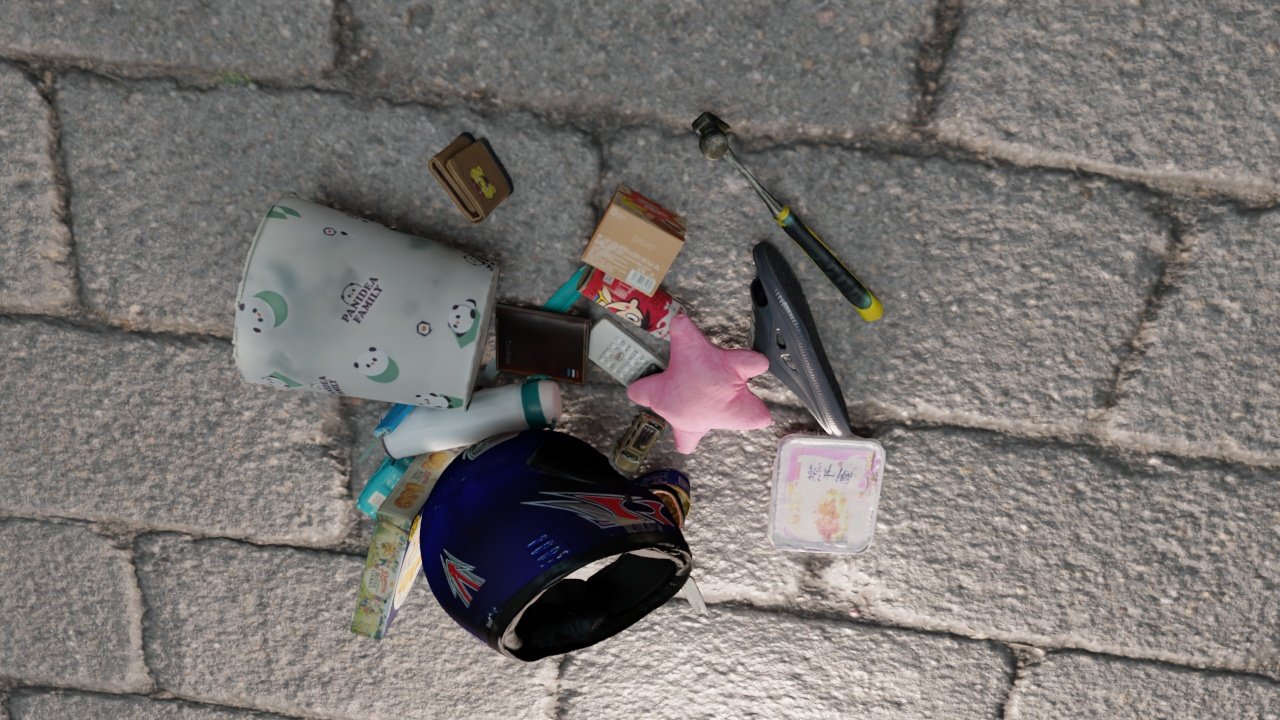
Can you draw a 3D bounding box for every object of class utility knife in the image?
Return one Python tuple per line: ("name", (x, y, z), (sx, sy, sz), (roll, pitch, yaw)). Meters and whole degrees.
("utility knife", (-0.293, 0.059, 1.131), (0.034, 0.193, 0.018), (-8, 126, 37))
("utility knife", (-0.125, -0.048, 1.162), (0.029, 0.013, 0.224), (42, 112, -13))

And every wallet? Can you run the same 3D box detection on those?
("wallet", (-0.190, -0.209, 1.039), (0.033, 0.115, 0.090), (-28, 109, 23))
("wallet", (-0.124, -0.020, 1.156), (0.122, 0.020, 0.096), (10, 118, 8))

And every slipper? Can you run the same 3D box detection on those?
("slipper", (0.175, -0.011, 1.101), (0.083, 0.110, 0.268), (-21, 114, 17))

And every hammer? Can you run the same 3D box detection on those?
("hammer", (0.171, -0.159, 1.043), (0.032, 0.126, 0.323), (-40, 115, 18))

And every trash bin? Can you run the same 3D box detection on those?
("trash bin", (-0.306, -0.055, 1.072), (0.252, 0.229, 0.230), (13, 115, -7))

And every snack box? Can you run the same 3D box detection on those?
("snack box", (-0.006, -0.141, 1.063), (0.093, 0.094, 0.077), (28, 114, -7))
("snack box", (-0.298, 0.226, 1.156), (0.046, 0.177, 0.183), (18, 111, -1))

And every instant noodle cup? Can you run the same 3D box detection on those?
("instant noodle cup", (0.239, 0.165, 1.199), (0.138, 0.060, 0.174), (3, 113, 4))

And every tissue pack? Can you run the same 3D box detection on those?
("tissue pack", (-0.315, 0.194, 1.270), (0.133, 0.050, 0.093), (39, 109, -12))

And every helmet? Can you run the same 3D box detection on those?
("helmet", (-0.111, 0.202, 1.099), (0.314, 0.240, 0.248), (4, 128, -46))

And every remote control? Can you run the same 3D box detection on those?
("remote control", (-0.007, 0.007, 1.171), (0.150, 0.021, 0.058), (38, 112, -11))

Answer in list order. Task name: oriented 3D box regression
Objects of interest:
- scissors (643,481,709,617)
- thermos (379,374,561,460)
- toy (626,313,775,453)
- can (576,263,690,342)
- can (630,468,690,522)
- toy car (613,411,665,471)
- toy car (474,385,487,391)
("scissors", (0.029, 0.260, 1.232), (0.143, 0.021, 0.235), (3, 119, 12))
("thermos", (-0.211, 0.070, 1.158), (0.224, 0.073, 0.073), (-12, 113, 6))
("toy", (0.080, 0.044, 1.124), (0.178, 0.074, 0.195), (29, 129, -1))
("can", (-0.008, -0.075, 1.110), (0.132, 0.053, 0.053), (29, 114, -16))
("can", (0.001, 0.202, 1.244), (0.148, 0.049, 0.074), (-29, 109, 17))
("toy car", (-0.003, 0.110, 1.211), (0.042, 0.035, 0.091), (29, 116, -7))
("toy car", (-0.241, 0.072, 1.216), (0.122, 0.037, 0.056), (-15, 111, 13))
